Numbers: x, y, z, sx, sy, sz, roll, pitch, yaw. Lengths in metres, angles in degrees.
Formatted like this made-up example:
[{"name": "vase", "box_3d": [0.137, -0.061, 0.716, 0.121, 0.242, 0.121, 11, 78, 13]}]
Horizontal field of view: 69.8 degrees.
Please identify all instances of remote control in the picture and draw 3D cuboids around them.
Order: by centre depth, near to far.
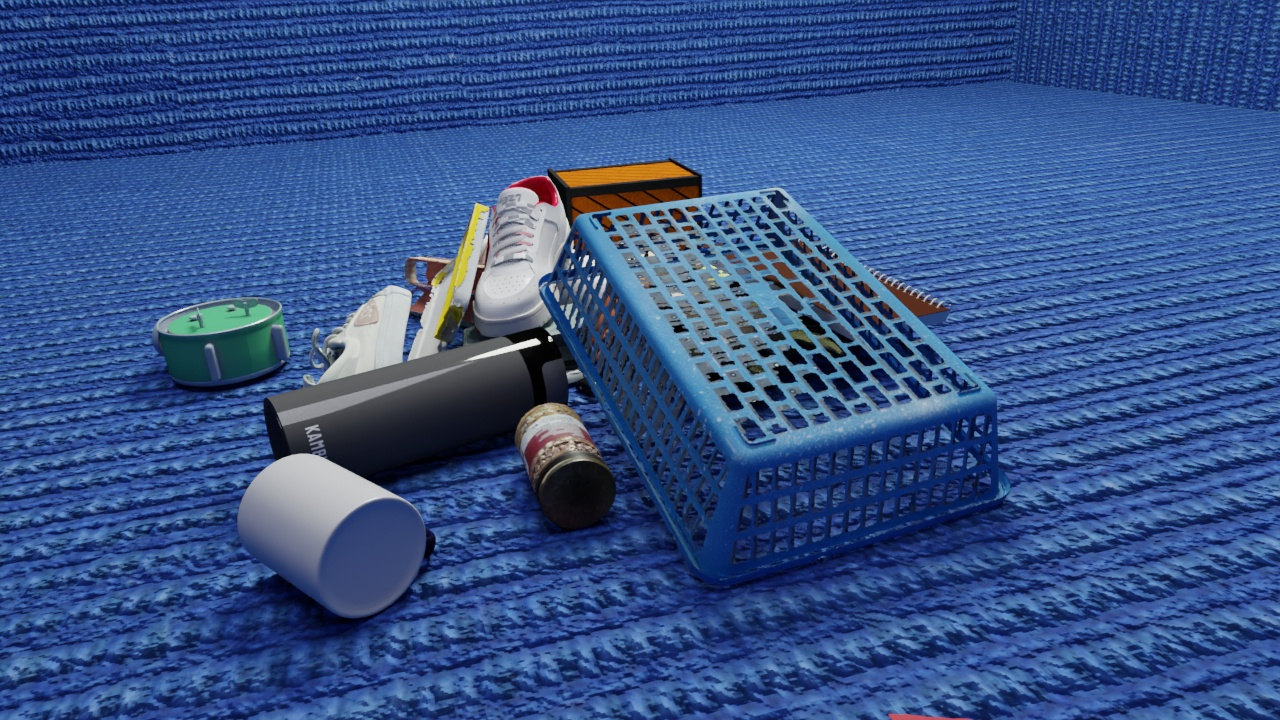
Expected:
[{"name": "remote control", "box_3d": [-0.005, 0.005, 0.916, 0.136, 0.015, 0.032, -22, 29, -39]}]

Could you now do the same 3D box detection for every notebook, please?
[{"name": "notebook", "box_3d": [0.191, -0.081, 0.951, 0.171, 0.022, 0.209, -11, 34, -42]}]

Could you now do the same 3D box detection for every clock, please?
[{"name": "clock", "box_3d": [-0.452, -0.030, 0.980, 0.121, 0.075, 0.162, -23, 29, -40]}]

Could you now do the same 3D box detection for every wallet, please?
[{"name": "wallet", "box_3d": [-0.117, -0.018, 0.944, 0.131, 0.054, 0.100, -8, 15, -7]}]

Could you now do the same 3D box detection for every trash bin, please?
[{"name": "trash bin", "box_3d": [-0.021, -0.179, 1.208, 0.171, 0.140, 0.139, -8, 23, -12]}]

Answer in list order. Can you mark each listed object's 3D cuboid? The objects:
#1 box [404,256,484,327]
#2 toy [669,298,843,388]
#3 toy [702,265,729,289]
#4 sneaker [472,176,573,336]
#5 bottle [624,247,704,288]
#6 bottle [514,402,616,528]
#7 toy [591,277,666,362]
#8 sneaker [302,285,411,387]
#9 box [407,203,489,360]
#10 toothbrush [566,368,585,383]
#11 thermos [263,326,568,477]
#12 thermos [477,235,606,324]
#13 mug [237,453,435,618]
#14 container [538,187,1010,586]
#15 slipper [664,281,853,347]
[{"name": "box", "box_3d": [-0.209, -0.079, 1.081, 0.187, 0.083, 0.042, 9, 12, 31]}, {"name": "toy", "box_3d": [0.084, -0.014, 0.871, 0.152, 0.078, 0.179, -15, 27, -37]}, {"name": "toy", "box_3d": [0.128, -0.092, 1.105, 0.092, 0.046, 0.115, -17, 34, -37]}, {"name": "sneaker", "box_3d": [-0.129, -0.123, 0.957, 0.090, 0.104, 0.236, -3, 35, 13]}, {"name": "bottle", "box_3d": [0.015, -0.107, 1.131, 0.131, 0.061, 0.061, -8, 20, -13]}, {"name": "bottle", "box_3d": [-0.059, 0.077, 0.692, 0.056, 0.056, 0.105, -9, 23, -15]}, {"name": "toy", "box_3d": [-0.015, -0.036, 0.938, 0.065, 0.095, 0.127, 29, 22, -7]}, {"name": "sneaker", "box_3d": [-0.276, -0.016, 0.897, 0.090, 0.090, 0.242, 8, 23, -15]}, {"name": "box", "box_3d": [-0.201, -0.074, 0.967, 0.036, 0.130, 0.209, 28, 31, -21]}, {"name": "toothbrush", "box_3d": [-0.126, 0.027, 0.874, 0.188, 0.017, 0.016, -13, 17, -23]}, {"name": "thermos", "box_3d": [-0.179, 0.038, 0.768, 0.239, 0.082, 0.082, -17, 26, -31]}, {"name": "thermos", "box_3d": [-0.102, -0.099, 1.085, 0.221, 0.099, 0.099, 20, 31, 37]}, {"name": "mug", "box_3d": [-0.190, 0.114, 0.607, 0.097, 0.078, 0.111, 16, 0, 38]}, {"name": "container", "box_3d": [0.091, -0.017, 0.719, 0.256, 0.089, 0.362, -11, 42, -20]}, {"name": "slipper", "box_3d": [0.129, -0.067, 0.999, 0.268, 0.076, 0.112, 9, 25, 26]}]
